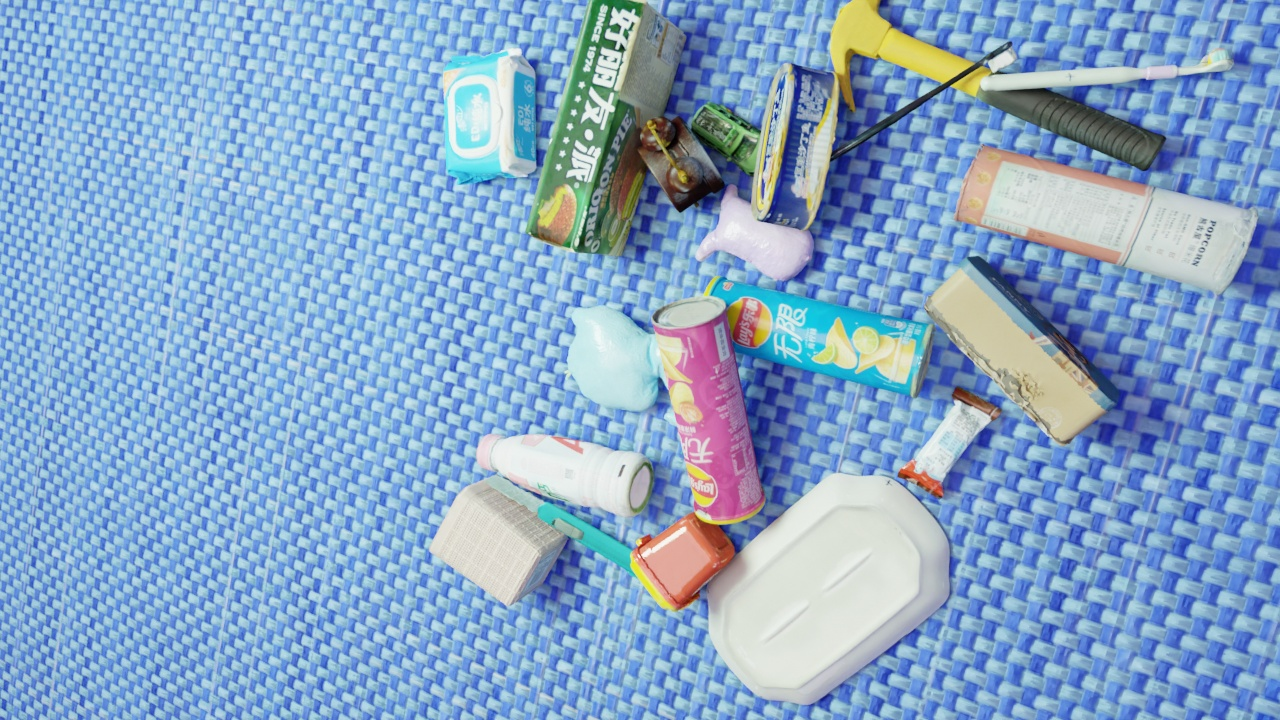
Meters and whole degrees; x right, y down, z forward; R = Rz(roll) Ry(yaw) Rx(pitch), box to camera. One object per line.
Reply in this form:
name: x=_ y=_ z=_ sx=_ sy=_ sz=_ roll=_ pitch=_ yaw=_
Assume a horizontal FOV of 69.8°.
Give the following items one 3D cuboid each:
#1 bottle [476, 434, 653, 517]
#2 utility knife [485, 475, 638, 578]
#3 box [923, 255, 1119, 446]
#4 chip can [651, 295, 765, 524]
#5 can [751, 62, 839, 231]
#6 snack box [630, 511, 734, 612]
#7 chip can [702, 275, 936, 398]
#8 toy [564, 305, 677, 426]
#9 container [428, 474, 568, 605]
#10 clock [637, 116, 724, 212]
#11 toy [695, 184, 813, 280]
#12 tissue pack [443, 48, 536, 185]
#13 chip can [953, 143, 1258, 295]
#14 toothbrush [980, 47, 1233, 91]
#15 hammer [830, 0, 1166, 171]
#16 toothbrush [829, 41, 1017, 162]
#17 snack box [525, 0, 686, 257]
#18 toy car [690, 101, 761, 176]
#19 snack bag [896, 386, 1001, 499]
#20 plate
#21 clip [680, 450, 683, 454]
bottle: x=-0.086 y=0.115 z=0.981 sx=0.197 sy=0.068 sz=0.068 roll=10 pitch=97 yaw=26
utility knife: x=-0.074 y=0.180 z=0.984 sx=0.216 sy=0.013 sz=0.029 roll=29 pitch=112 yaw=7
box: x=0.319 y=-0.015 z=0.783 sx=0.061 sy=0.089 sz=0.184 roll=-46 pitch=77 yaw=26
chip can: x=0.065 y=0.048 z=0.865 sx=0.071 sy=0.071 sz=0.211 roll=-3 pitch=115 yaw=24
can: x=0.142 y=-0.197 z=0.846 sx=0.049 sy=0.074 sz=0.148 roll=9 pitch=92 yaw=-10
snack box: x=0.044 y=0.195 z=0.917 sx=0.080 sy=0.091 sz=0.082 roll=-43 pitch=77 yaw=13
chip can: x=0.162 y=-0.023 z=0.861 sx=0.210 sy=0.071 sz=0.071 roll=15 pitch=99 yaw=22
toy: x=-0.006 y=0.006 z=0.948 sx=0.156 sy=0.049 sz=0.161 roll=-26 pitch=90 yaw=15
container: x=-0.151 y=0.197 z=1.003 sx=0.111 sy=0.090 sz=0.090 roll=34 pitch=105 yaw=15
clock: x=0.036 y=-0.190 z=0.880 sx=0.055 sy=0.122 sz=0.082 roll=-33 pitch=79 yaw=9
toy: x=0.115 y=-0.116 z=0.891 sx=0.108 sy=0.039 sz=0.084 roll=27 pitch=87 yaw=14
tissue pack: x=-0.165 y=-0.262 z=0.992 sx=0.090 sy=0.063 sz=0.140 roll=1 pitch=94 yaw=24
chip can: x=0.377 y=-0.120 z=0.760 sx=0.215 sy=0.071 sz=0.071 roll=21 pitch=101 yaw=21
toothbrush: x=0.379 y=-0.237 z=0.755 sx=0.190 sy=0.029 sz=0.020 roll=-3 pitch=117 yaw=11
hammer: x=0.304 y=-0.241 z=0.806 sx=0.301 sy=0.032 sz=0.129 roll=30 pitch=105 yaw=19
toothbrush: x=0.243 y=-0.222 z=0.807 sx=0.181 sy=0.015 sz=0.018 roll=-28 pitch=91 yaw=22
snack box: x=-0.032 y=-0.226 z=0.909 sx=0.063 sy=0.114 sz=0.240 roll=21 pitch=102 yaw=20
toy car: x=0.090 y=-0.218 z=0.900 sx=0.091 sy=0.036 sz=0.043 roll=37 pitch=105 yaw=13
snack bag: x=0.281 y=0.076 z=0.838 sx=0.048 sy=0.026 sz=0.104 roll=31 pitch=104 yaw=13
plate: x=0.173 y=0.227 z=0.890 sx=0.266 sy=0.034 sz=0.162 roll=-45 pitch=76 yaw=19
clip: x=0.065 y=0.082 z=0.940 sx=0.042 sy=0.014 sz=0.056 roll=43 pitch=107 yaw=15
